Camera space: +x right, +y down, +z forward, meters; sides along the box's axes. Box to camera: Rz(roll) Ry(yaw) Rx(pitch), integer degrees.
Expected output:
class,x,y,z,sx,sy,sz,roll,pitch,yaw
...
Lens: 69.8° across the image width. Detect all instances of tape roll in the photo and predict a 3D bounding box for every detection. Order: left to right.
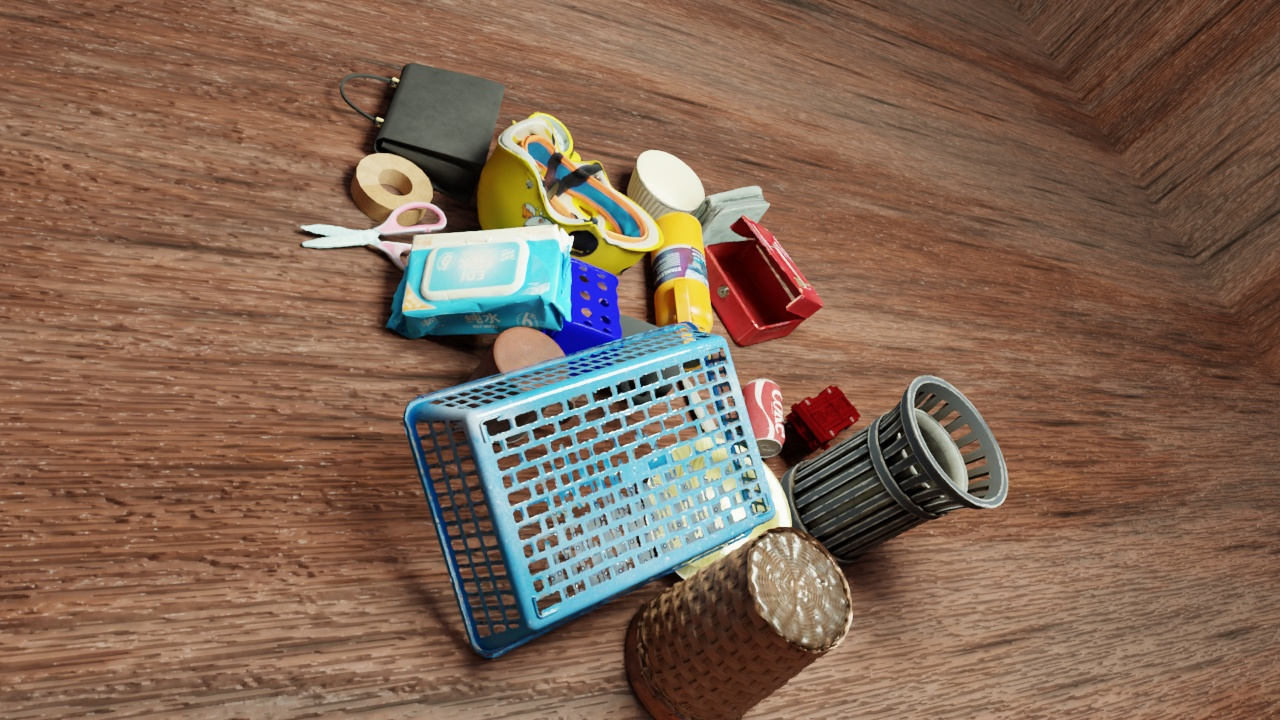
class,x,y,z,sx,sy,sz,roll,pitch,yaw
tape roll,-0.302,-0.208,1.116,0.094,0.027,0.093,19,48,-23

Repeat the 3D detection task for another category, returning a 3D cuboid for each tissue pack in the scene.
class,x,y,z,sx,sy,sz,roll,pitch,yaw
tissue pack,-0.177,-0.086,1.018,0.209,0.066,0.116,-3,59,10

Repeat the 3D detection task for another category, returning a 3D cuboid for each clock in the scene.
class,x,y,z,sx,sy,sz,roll,pitch,yaw
clock,-0.131,-0.290,1.285,0.118,0.057,0.083,53,44,-1

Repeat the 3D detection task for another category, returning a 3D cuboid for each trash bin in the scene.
class,x,y,z,sx,sy,sz,roll,pitch,yaw
trash bin,0.100,0.263,0.896,0.151,0.211,0.151,19,48,-23
trash bin,0.291,0.145,1.104,0.164,0.228,0.164,24,46,-28

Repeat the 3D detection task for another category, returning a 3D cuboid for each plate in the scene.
class,x,y,z,sx,sy,sz,roll,pitch,yaw
plate,0.085,0.182,1.064,0.184,0.036,0.184,10,61,-19

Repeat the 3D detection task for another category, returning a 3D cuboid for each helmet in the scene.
class,x,y,z,sx,sy,sz,roll,pitch,yaw
helmet,-0.104,-0.174,1.151,0.240,0.140,0.208,35,26,-20

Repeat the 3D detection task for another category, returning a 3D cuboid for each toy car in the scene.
class,x,y,z,sx,sy,sz,roll,pitch,yaw
toy car,0.240,0.081,1.235,0.070,0.062,0.169,53,26,12

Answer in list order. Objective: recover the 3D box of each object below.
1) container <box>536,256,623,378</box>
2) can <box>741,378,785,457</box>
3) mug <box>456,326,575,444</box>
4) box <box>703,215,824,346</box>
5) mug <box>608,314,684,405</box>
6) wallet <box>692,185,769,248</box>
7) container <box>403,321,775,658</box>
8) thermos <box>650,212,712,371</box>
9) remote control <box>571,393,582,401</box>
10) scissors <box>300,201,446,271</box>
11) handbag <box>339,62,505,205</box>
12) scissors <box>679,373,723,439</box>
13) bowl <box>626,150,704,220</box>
class,x,y,z,sx,sy,sz,roll,pitch,yaw
container,-0.073,-0.046,1.071,0.084,0.085,0.113,20,39,-26
can,0.160,0.076,1.204,0.054,0.054,0.096,21,47,-21
mug,-0.124,0.033,0.997,0.123,0.110,0.096,21,52,-20
box,0.168,-0.109,1.339,0.136,0.127,0.157,4,49,-59
mug,-0.007,0.006,1.114,0.094,0.085,0.121,19,43,-22
wallet,0.124,-0.211,1.375,0.131,0.101,0.054,-23,64,-46
container,-0.025,0.112,0.918,0.361,0.089,0.257,-17,91,-34
thermos,0.051,-0.099,1.243,0.091,0.076,0.232,40,36,-42
remote control,-0.115,0.006,1.080,0.114,0.028,0.060,30,43,-12
scissors,-0.303,-0.129,1.056,0.178,0.016,0.101,-12,87,-32
handbag,-0.291,-0.319,1.190,0.195,0.072,0.175,19,47,-17
scissors,0.091,0.110,1.153,0.113,0.016,0.229,-15,67,-42
bowl,0.031,-0.248,1.362,0.115,0.063,0.115,19,47,-22
